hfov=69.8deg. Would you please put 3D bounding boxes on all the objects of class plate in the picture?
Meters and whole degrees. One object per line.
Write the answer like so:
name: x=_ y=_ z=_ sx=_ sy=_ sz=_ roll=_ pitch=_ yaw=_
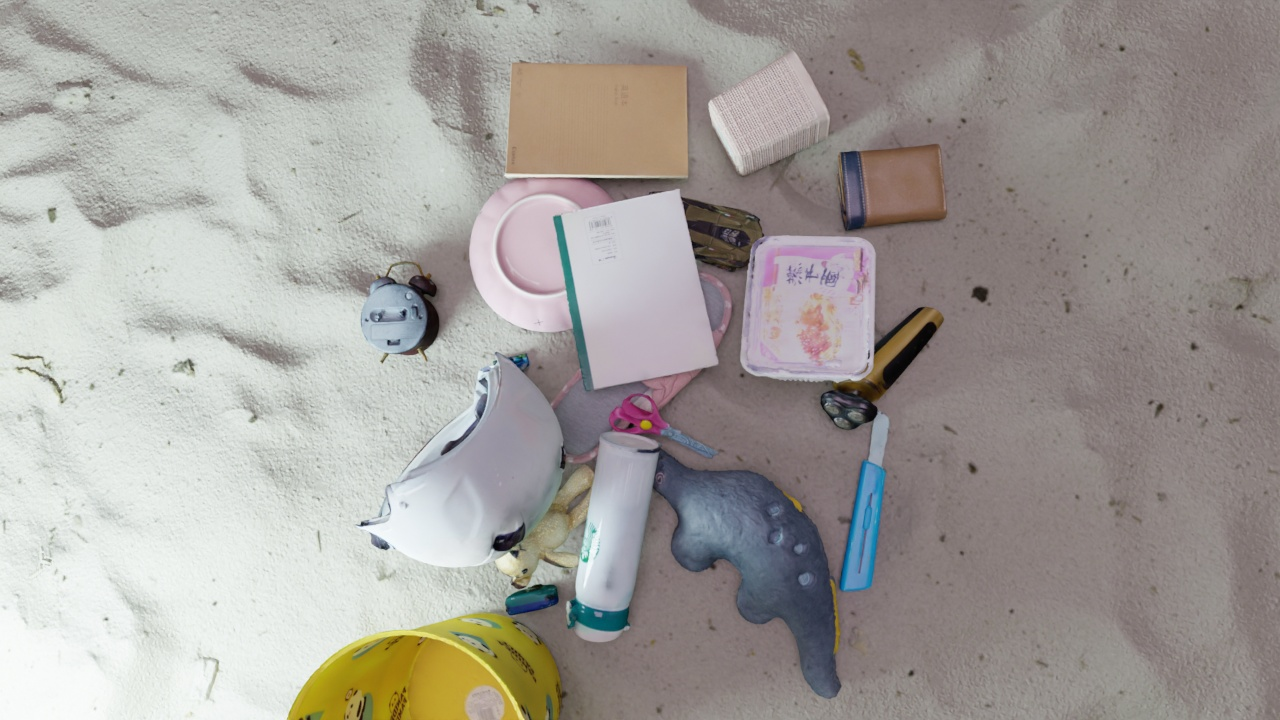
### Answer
plate: x=-0.109 y=-0.130 z=1.068 sx=0.192 sy=0.039 sz=0.192 roll=0 pitch=87 yaw=4

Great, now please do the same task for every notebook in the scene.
notebook: x=-0.050 y=-0.282 z=1.076 sx=0.211 sy=0.012 sz=0.149 roll=1 pitch=74 yaw=-1
notebook: x=-0.008 y=-0.080 z=1.020 sx=0.150 sy=0.012 sz=0.209 roll=-11 pitch=78 yaw=1

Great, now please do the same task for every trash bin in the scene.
trash bin: x=-0.193 y=0.365 z=0.920 sx=0.230 sy=0.255 sz=0.229 roll=-1 pitch=84 yaw=6

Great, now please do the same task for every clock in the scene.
clock: x=-0.280 y=-0.058 z=1.079 sx=0.082 sy=0.055 sz=0.122 roll=-2 pitch=82 yaw=7

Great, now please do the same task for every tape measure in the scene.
tape measure: x=-0.120 y=0.264 z=1.024 sx=0.058 sy=0.054 sz=0.025 roll=-12 pitch=85 yaw=3

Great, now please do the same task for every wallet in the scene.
wallet: x=0.284 y=-0.198 z=1.042 sx=0.115 sy=0.033 sz=0.090 roll=-6 pitch=86 yaw=5

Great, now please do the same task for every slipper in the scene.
slipper: x=-0.006 y=0.006 z=1.040 sx=0.274 sy=0.054 sz=0.114 roll=-45 pitch=81 yaw=2

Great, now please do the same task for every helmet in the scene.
helmet: x=-0.168 y=0.125 z=0.965 sx=0.146 sy=0.259 sz=0.228 roll=39 pitch=57 yaw=-8

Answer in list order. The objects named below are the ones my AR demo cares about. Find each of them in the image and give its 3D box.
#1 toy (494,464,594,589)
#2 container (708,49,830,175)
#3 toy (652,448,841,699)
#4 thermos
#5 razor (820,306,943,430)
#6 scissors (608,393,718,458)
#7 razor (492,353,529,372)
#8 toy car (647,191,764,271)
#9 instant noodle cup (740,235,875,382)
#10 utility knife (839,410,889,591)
toy: x=-0.098 y=0.182 z=1.026 sx=0.157 sy=0.066 sz=0.105 roll=-42 pitch=80 yaw=-10
container: x=0.144 y=-0.274 z=1.039 sx=0.111 sy=0.090 sz=0.090 roll=-27 pitch=81 yaw=6
toy: x=0.119 y=0.199 z=0.994 sx=0.356 sy=0.091 sz=0.138 roll=46 pitch=118 yaw=10
thermos: x=-0.032 y=0.193 z=0.995 sx=0.073 sy=0.073 sz=0.224 roll=11 pitch=99 yaw=8
razor: x=0.270 y=0.007 z=1.009 sx=0.167 sy=0.067 sz=0.062 roll=-45 pitch=125 yaw=-6
scissors: x=0.033 y=0.076 z=1.020 sx=0.135 sy=0.017 sz=0.064 roll=25 pitch=122 yaw=-16
razor: x=-0.141 y=0.064 z=1.066 sx=0.043 sy=0.022 sz=0.142 roll=-12 pitch=83 yaw=7
toy car: x=0.063 y=-0.151 z=1.058 sx=0.158 sy=0.042 sz=0.070 roll=15 pitch=85 yaw=11
instant noodle cup: x=0.183 y=-0.049 z=1.000 sx=0.138 sy=0.060 sz=0.173 roll=3 pitch=62 yaw=11
utility knife: x=0.251 y=0.155 z=1.013 sx=0.034 sy=0.018 sz=0.202 roll=9 pitch=83 yaw=8
